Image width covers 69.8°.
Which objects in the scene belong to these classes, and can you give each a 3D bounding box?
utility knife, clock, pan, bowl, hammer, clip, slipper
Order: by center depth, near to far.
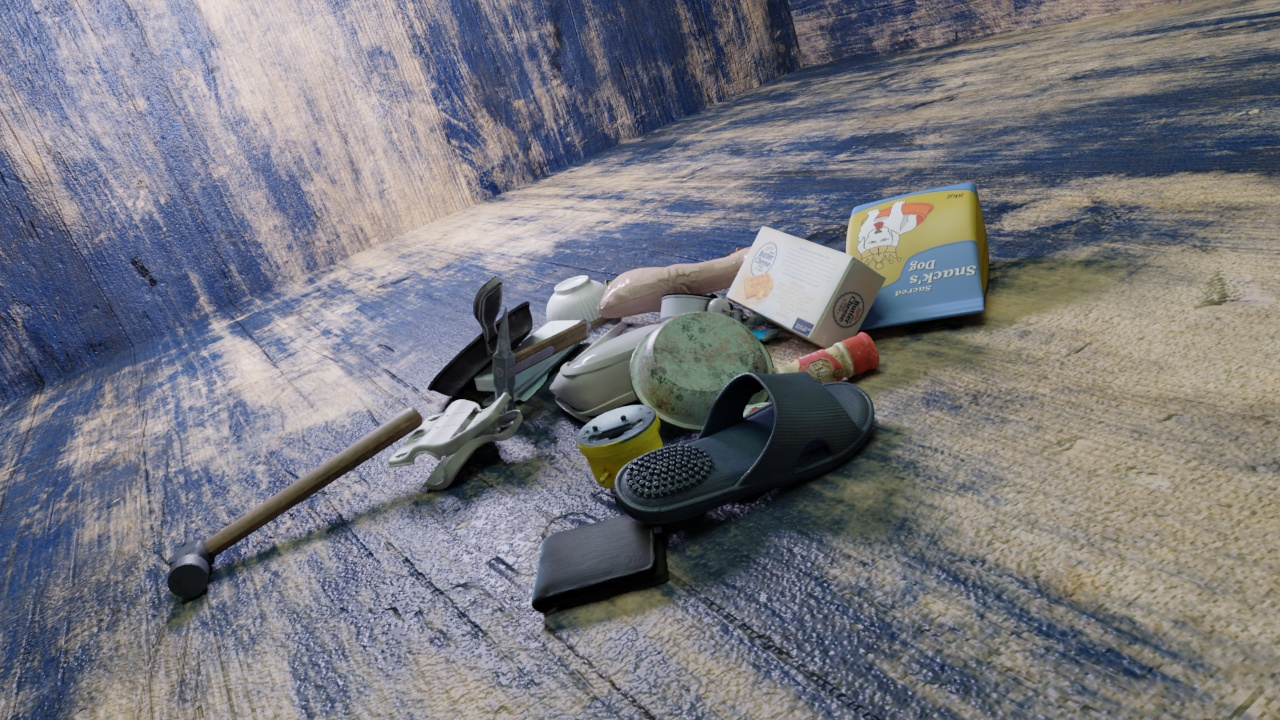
[{"bbox_3d":[0.098,0.062,0.817,0.263,0.083,0.101,-21,39,-19],"label":"slipper"},{"bbox_3d":[-0.018,0.080,0.915,0.083,0.057,0.118,-19,19,3],"label":"clock"},{"bbox_3d":[0.066,0.001,0.986,0.157,0.039,0.157,-1,52,1],"label":"bowl"},{"bbox_3d":[-0.398,0.151,1.077,0.321,0.040,0.129,-34,19,-13],"label":"hammer"},{"bbox_3d":[-0.205,0.097,1.084,0.152,0.097,0.126,-10,23,16],"label":"clip"},{"bbox_3d":[0.098,-0.027,1.180,0.179,0.015,0.031,-1,24,35],"label":"utility knife"},{"bbox_3d":[0.081,-0.059,1.185,0.123,0.035,0.094,4,-9,34],"label":"clock"},{"bbox_3d":[-0.202,-0.036,1.217,0.187,0.055,0.358,-42,1,-20],"label":"pan"},{"bbox_3d":[-0.104,-0.033,1.259,0.028,0.147,0.315,11,21,24],"label":"hammer"},{"bbox_3d":[-0.101,-0.096,1.466,0.118,0.062,0.118,-17,20,6],"label":"bowl"}]

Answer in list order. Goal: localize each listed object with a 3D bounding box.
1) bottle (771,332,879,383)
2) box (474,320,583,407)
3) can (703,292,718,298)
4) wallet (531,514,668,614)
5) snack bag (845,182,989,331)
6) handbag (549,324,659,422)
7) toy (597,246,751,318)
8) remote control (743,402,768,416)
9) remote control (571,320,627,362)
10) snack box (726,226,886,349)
[{"bbox_3d":[0.195,0.007,0.968,0.109,0.044,0.044,-21,20,-4],"label":"bottle"},{"bbox_3d":[-0.148,-0.002,1.294,0.083,0.066,0.198,-28,10,37],"label":"box"},{"bbox_3d":[0.073,-0.066,1.278,0.080,0.031,0.031,-29,22,-23],"label":"can"},{"bbox_3d":[-0.035,0.169,0.783,0.115,0.026,0.089,-17,22,6],"label":"wallet"},{"bbox_3d":[0.326,-0.109,1.087,0.159,0.102,0.204,-9,37,26],"label":"snack bag"},{"bbox_3d":[-0.007,0.007,1.142,0.215,0.095,0.223,-21,8,-9],"label":"handbag"},{"bbox_3d":[0.065,-0.121,1.292,0.264,0.065,0.196,-19,21,5],"label":"toy"},{"bbox_3d":[0.098,0.081,0.891,0.050,0.024,0.143,-4,25,35],"label":"remote control"},{"bbox_3d":[-0.059,-0.021,1.278,0.043,0.013,0.136,-38,3,38],"label":"remote control"},{"bbox_3d":[0.191,-0.087,1.097,0.104,0.057,0.208,-63,28,6],"label":"snack box"}]
